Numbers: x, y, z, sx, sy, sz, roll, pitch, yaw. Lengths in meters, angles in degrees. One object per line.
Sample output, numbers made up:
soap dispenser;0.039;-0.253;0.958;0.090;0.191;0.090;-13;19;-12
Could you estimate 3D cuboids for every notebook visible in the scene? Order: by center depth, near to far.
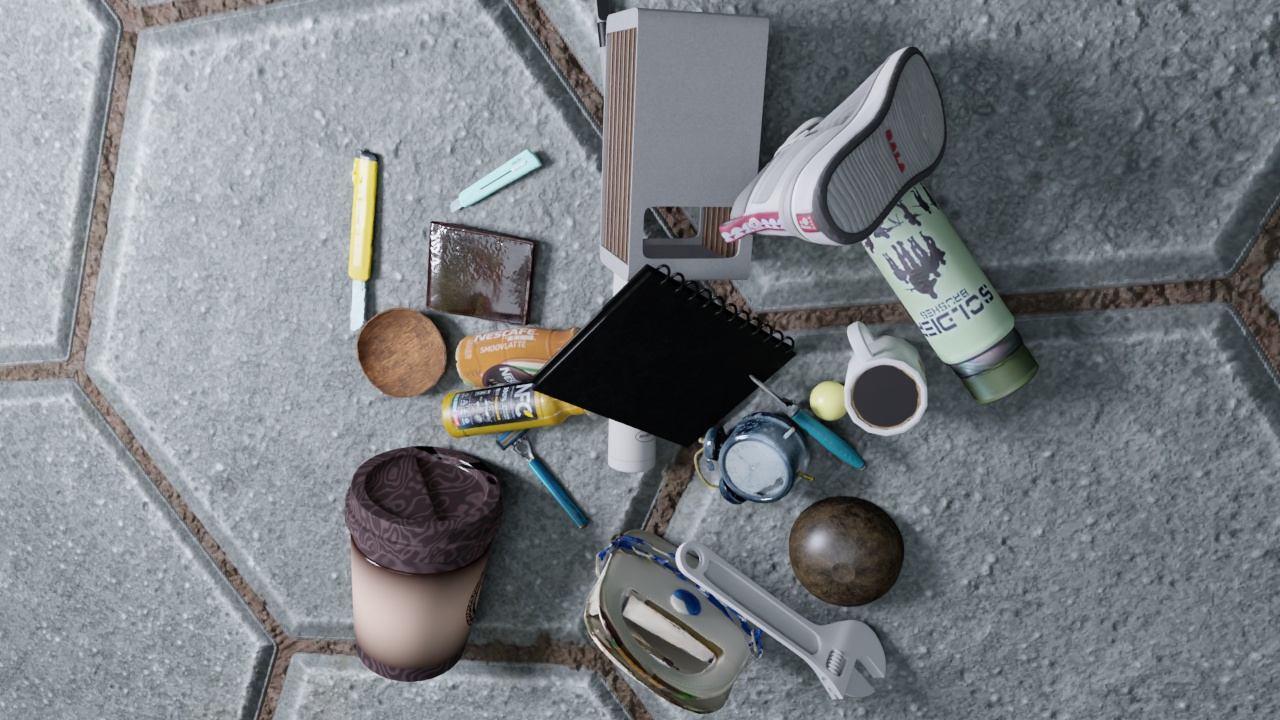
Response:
notebook;0.032;0.003;0.888;0.169;0.231;0.019;-43;49;22

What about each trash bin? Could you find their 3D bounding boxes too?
trash bin;0.034;-0.195;0.842;0.114;0.114;0.229;-2;107;-15

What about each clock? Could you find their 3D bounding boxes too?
clock;0.116;0.104;0.959;0.130;0.052;0.090;-15;105;34

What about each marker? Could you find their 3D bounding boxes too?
marker;-0.031;-0.291;0.909;0.016;0.016;0.140;-1;105;16

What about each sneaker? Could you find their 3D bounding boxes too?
sneaker;0.172;-0.178;0.788;0.129;0.262;0.097;-3;127;47

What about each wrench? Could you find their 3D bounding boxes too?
wrench;0.150;0.263;0.959;0.273;0.086;0.018;38;147;-12

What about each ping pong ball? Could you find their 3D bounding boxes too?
ping pong ball;0.192;0.041;0.929;0.040;0.040;0.040;4;106;14

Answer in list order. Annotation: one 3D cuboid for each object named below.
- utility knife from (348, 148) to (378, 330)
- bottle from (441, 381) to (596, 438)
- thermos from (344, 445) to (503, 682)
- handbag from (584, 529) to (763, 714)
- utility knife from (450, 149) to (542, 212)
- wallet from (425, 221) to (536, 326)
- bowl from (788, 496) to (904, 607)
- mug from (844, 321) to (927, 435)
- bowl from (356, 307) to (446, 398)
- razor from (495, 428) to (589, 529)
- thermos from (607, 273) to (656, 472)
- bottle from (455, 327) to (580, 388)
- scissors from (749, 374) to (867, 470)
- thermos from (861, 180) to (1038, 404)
utility knife;-0.316;-0.132;1.032;0.030;0.018;0.207;14;104;18
bottle;-0.126;0.050;1.013;0.186;0.053;0.053;-8;103;18
thermos;-0.253;0.236;1.049;0.173;0.172;0.227;16;115;10
handbag;0.033;0.269;0.956;0.200;0.199;0.093;30;107;3
utility knife;-0.157;-0.189;0.975;0.120;0.015;0.022;-25;99;24
wallet;-0.175;-0.094;1.000;0.120;0.031;0.099;11;111;10
bowl;0.214;0.210;0.962;0.121;0.056;0.121;4;107;14
mug;0.229;0.010;0.883;0.074;0.089;0.105;-28;97;21
bowl;-0.268;-0.011;1.050;0.114;0.026;0.102;-26;98;21
razor;-0.107;0.135;1.052;0.042;0.022;0.144;-39;98;-14
thermos;-0.006;0.006;0.967;0.052;0.052;0.224;6;107;14
bottle;-0.114;-0.009;0.990;0.167;0.059;0.059;-9;103;17
scissors;0.172;0.064;0.935;0.019;0.148;0.132;-52;53;2
thermos;0.280;-0.066;0.857;0.082;0.082;0.231;-34;95;21
